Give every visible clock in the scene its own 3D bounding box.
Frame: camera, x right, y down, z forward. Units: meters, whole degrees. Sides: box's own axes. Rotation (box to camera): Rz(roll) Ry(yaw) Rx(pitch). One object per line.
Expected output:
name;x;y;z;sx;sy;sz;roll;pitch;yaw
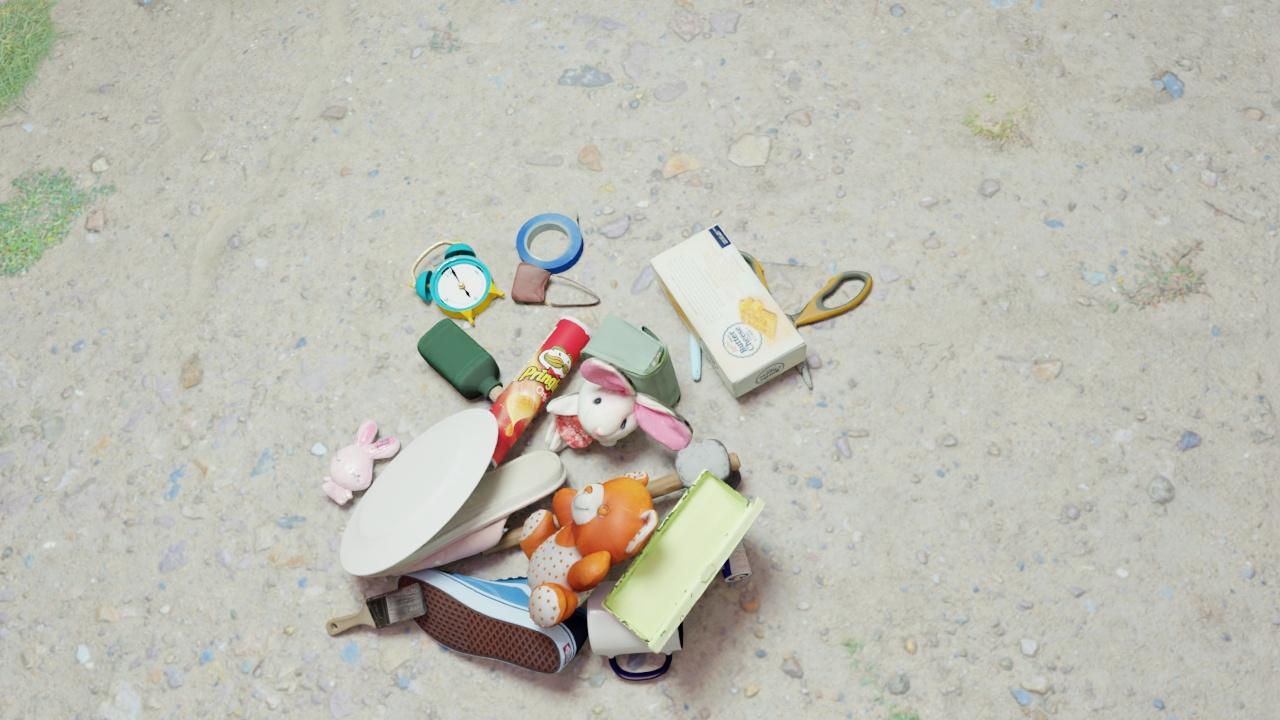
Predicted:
clock;-0.254;-0.109;1.262;0.129;0.044;0.099;41;77;15

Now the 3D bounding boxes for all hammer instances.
hammer;-0.039;0.172;1.084;0.329;0.098;0.052;-21;69;8

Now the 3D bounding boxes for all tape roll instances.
tape roll;-0.126;-0.163;1.279;0.093;0.016;0.091;-8;65;5

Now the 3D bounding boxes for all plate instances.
plate;-0.265;0.144;1.074;0.243;0.016;0.242;-31;28;19

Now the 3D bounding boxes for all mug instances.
mug;-0.003;0.300;1.020;0.097;0.078;0.112;-5;93;6

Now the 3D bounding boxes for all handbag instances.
handbag;-0.112;-0.095;1.242;0.120;0.029;0.055;13;88;7
handbag;-0.007;0.007;1.126;0.106;0.122;0.067;26;70;22

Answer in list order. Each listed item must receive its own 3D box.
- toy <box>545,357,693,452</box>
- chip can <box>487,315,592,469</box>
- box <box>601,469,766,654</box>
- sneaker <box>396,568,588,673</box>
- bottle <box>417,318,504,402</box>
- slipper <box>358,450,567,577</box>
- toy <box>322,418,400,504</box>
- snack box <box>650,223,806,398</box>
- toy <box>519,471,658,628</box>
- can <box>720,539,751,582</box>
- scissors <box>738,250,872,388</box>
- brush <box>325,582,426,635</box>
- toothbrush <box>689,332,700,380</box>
toy;-0.048;0.062;1.088;0.195;0.159;0.084;-21;35;45
chip can;-0.139;0.038;1.150;0.052;0.052;0.214;26;62;19
box;0.053;0.213;0.960;0.188;0.066;0.128;-53;28;-11
sneaker;-0.164;0.286;1.061;0.241;0.083;0.098;11;22;26
bottle;-0.223;0.009;1.189;0.131;0.061;0.061;39;74;22
slipper;-0.211;0.190;1.091;0.274;0.054;0.114;-25;29;-7
toy;-0.359;0.128;1.165;0.063;0.047;0.109;25;63;21
snack box;0.108;-0.064;1.158;0.104;0.057;0.207;-30;65;-6
toy;-0.058;0.191;0.987;0.172;0.093;0.163;-41;25;10
can;0.100;0.207;1.064;0.032;0.032;0.095;-17;64;1
scissors;0.196;-0.069;1.187;0.230;0.016;0.225;-22;64;-2
brush;-0.309;0.294;1.068;0.151;0.012;0.039;-21;92;22
toothbrush;0.071;-0.045;1.195;0.022;0.016;0.154;14;61;-27
